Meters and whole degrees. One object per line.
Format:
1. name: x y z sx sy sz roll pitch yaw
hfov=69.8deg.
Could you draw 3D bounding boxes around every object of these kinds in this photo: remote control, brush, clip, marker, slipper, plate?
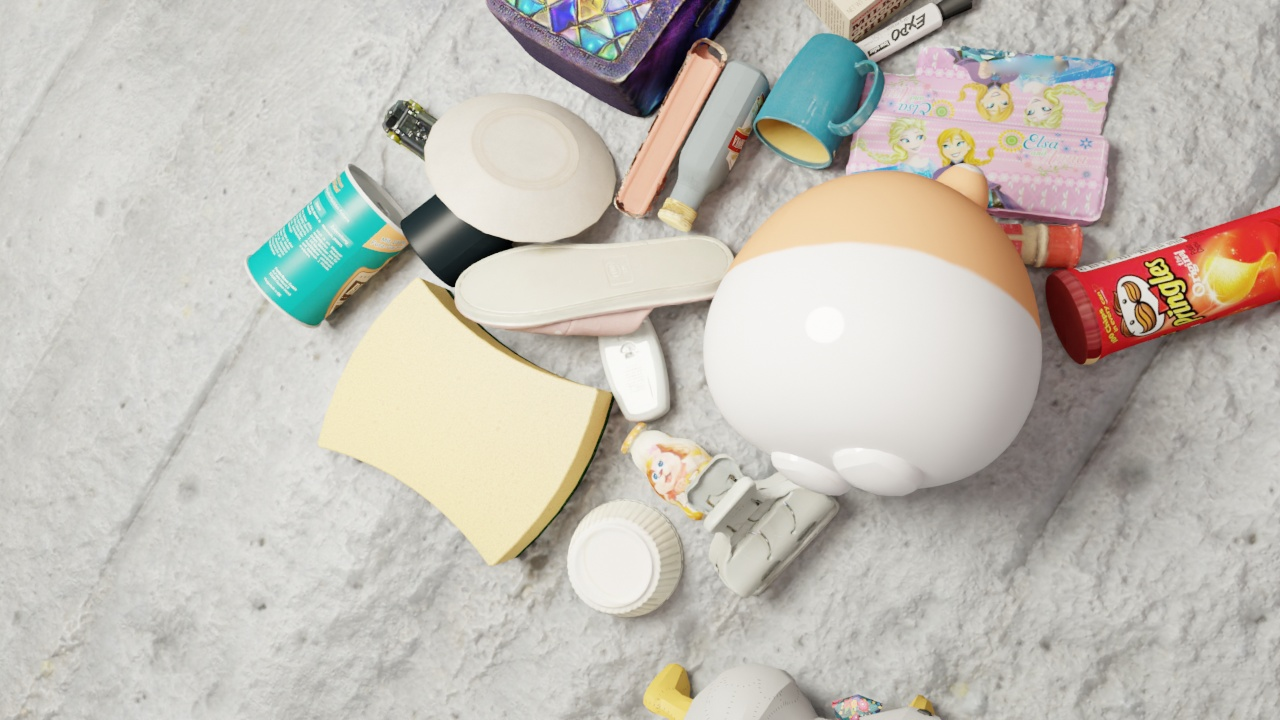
1. remote control: -0.005 0.005 0.909 0.060 0.028 0.114 -19 79 8
2. brush: -0.173 0.059 0.915 0.250 0.075 0.195 32 92 12
3. clip: 0.109 0.148 0.827 0.125 0.147 0.081 -49 38 1
4. marker: 0.262 -0.321 0.884 0.126 0.025 0.025 -27 80 8
5. slipper: -0.042 -0.069 0.892 0.274 0.054 0.114 -6 46 -1
6. plate: -0.114 -0.199 0.898 0.188 0.027 0.188 7 60 -12

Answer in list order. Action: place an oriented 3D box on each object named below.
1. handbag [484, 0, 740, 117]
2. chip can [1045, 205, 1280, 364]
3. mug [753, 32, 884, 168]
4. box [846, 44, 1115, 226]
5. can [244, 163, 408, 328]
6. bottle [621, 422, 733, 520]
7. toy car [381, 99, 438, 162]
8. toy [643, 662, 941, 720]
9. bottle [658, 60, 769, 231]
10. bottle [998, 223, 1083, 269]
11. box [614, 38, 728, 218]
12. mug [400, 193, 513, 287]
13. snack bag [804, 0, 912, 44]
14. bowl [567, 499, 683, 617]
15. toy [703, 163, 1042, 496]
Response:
1. handbag: -0.019 -0.380 0.896 0.205 0.125 0.222 33 95 13
2. chip can: 0.473 -0.068 0.789 0.213 0.087 0.087 -18 82 9
3. mug: 0.176 -0.246 0.858 0.112 0.084 0.104 19 79 51
4. box: 0.318 -0.218 0.863 0.230 0.035 0.159 9 85 11
5. can: -0.317 -0.117 0.948 0.144 0.099 0.099 -40 79 6
6. bottle: 0.034 0.103 0.876 0.108 0.063 0.063 34 92 12
7. toy car: -0.227 -0.237 0.975 0.107 0.030 0.049 36 94 10
8. toy: 0.125 0.334 0.784 0.268 0.246 0.141 -7 84 33
9. bottle: 0.069 -0.203 0.890 0.046 0.072 0.161 28 91 10
10. bottle: 0.343 -0.106 0.841 0.109 0.044 0.044 4 86 13
11. box: 0.029 -0.224 0.895 0.058 0.053 0.187 35 105 32
12. mug: -0.168 -0.122 0.933 0.094 0.085 0.121 -37 107 6
13. snack bag: 0.176 -0.418 0.887 0.094 0.070 0.206 -37 79 6
14. bowl: -0.020 0.193 0.879 0.115 0.062 0.115 -1 85 11
15. toy: 0.195 -0.027 0.760 0.265 0.263 0.280 29 68 -28
